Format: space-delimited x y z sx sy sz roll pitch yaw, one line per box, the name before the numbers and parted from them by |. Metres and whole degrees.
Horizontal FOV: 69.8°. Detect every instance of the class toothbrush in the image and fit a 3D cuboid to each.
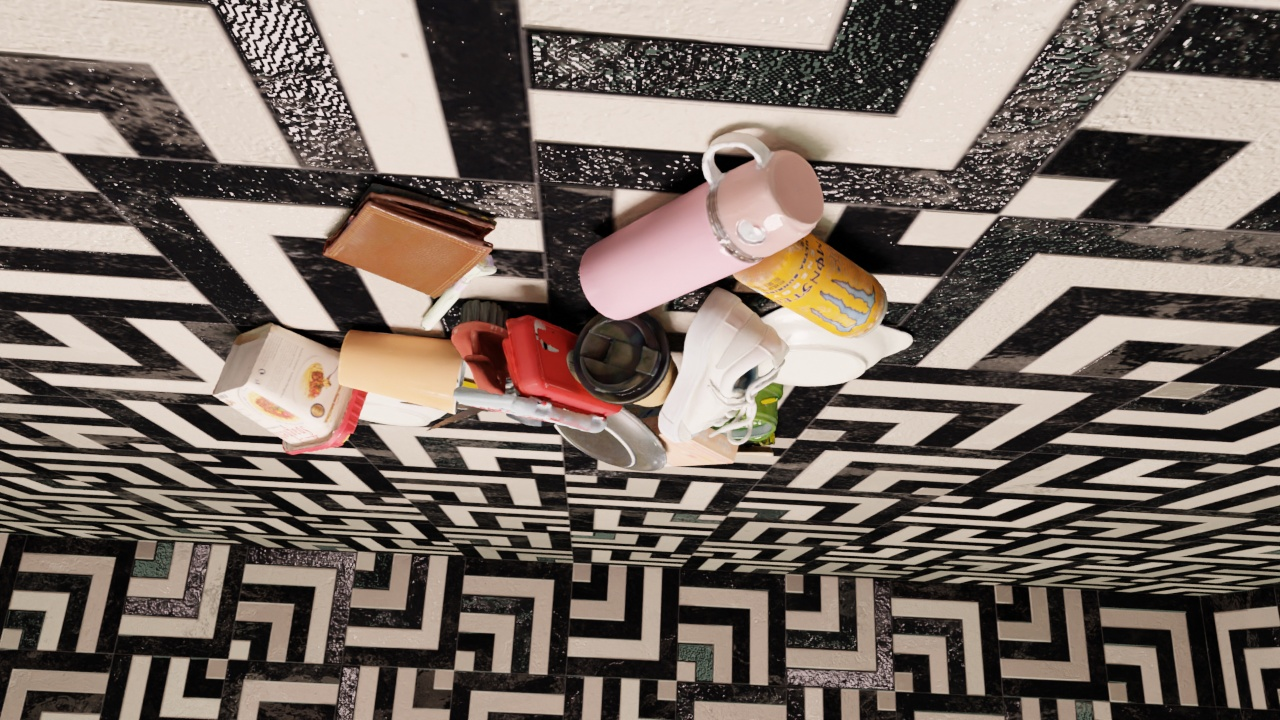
toothbrush | -0.171 -0.059 0.831 0.029 0.020 0.190 41 151 -11

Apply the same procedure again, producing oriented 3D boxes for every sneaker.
sneaker | 0.081 0.024 0.879 0.091 0.089 0.243 31 153 9

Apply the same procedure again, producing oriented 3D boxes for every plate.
plate | 0.167 -0.007 0.909 0.163 0.034 0.165 17 156 -33
plate | -0.314 0.053 1.131 0.165 0.034 0.163 -6 160 40
plate | -0.052 0.083 1.067 0.179 0.024 0.180 24 154 13

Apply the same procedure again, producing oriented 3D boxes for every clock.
clock | 0.105 0.057 1.068 0.116 0.056 0.161 3 161 3

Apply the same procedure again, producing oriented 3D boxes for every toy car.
toy car | 0.127 0.093 1.202 0.105 0.032 0.048 11 168 -22

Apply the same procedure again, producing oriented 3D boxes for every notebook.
notebook | 0.078 0.123 1.271 0.208 0.008 0.147 1 178 7

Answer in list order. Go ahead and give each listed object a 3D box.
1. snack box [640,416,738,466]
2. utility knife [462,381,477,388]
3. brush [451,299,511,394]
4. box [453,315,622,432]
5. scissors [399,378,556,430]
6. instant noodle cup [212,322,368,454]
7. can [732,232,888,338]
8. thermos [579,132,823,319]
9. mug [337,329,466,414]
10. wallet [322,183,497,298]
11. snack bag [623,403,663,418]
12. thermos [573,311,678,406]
snack box | 0.035 0.095 1.073 0.084 0.026 0.158 30 158 -26
utility knife | -0.182 0.042 1.124 0.223 0.015 0.033 19 160 -35
brush | -0.147 -0.005 0.903 0.063 0.069 0.146 0 161 3
box | -0.100 0.027 0.895 0.101 0.095 0.201 -17 165 17
scissors | -0.171 0.049 1.009 0.181 0.014 0.159 9 -161 -4
instant noodle cup | -0.373 0.027 0.981 0.117 0.116 0.124 -13 144 39
can | 0.133 -0.063 0.712 0.058 0.058 0.146 -14 155 40
thermos | 0.032 -0.092 0.647 0.087 0.067 0.199 45 144 -19
mug | -0.246 0.007 0.953 0.122 0.078 0.078 11 160 -7
wallet | -0.184 -0.092 0.719 0.101 0.032 0.125 18 156 -29
snack bag | -0.010 0.065 1.137 0.190 0.038 0.111 19 162 -33
thermos | -0.005 0.005 0.895 0.093 0.093 0.143 -2 168 14
